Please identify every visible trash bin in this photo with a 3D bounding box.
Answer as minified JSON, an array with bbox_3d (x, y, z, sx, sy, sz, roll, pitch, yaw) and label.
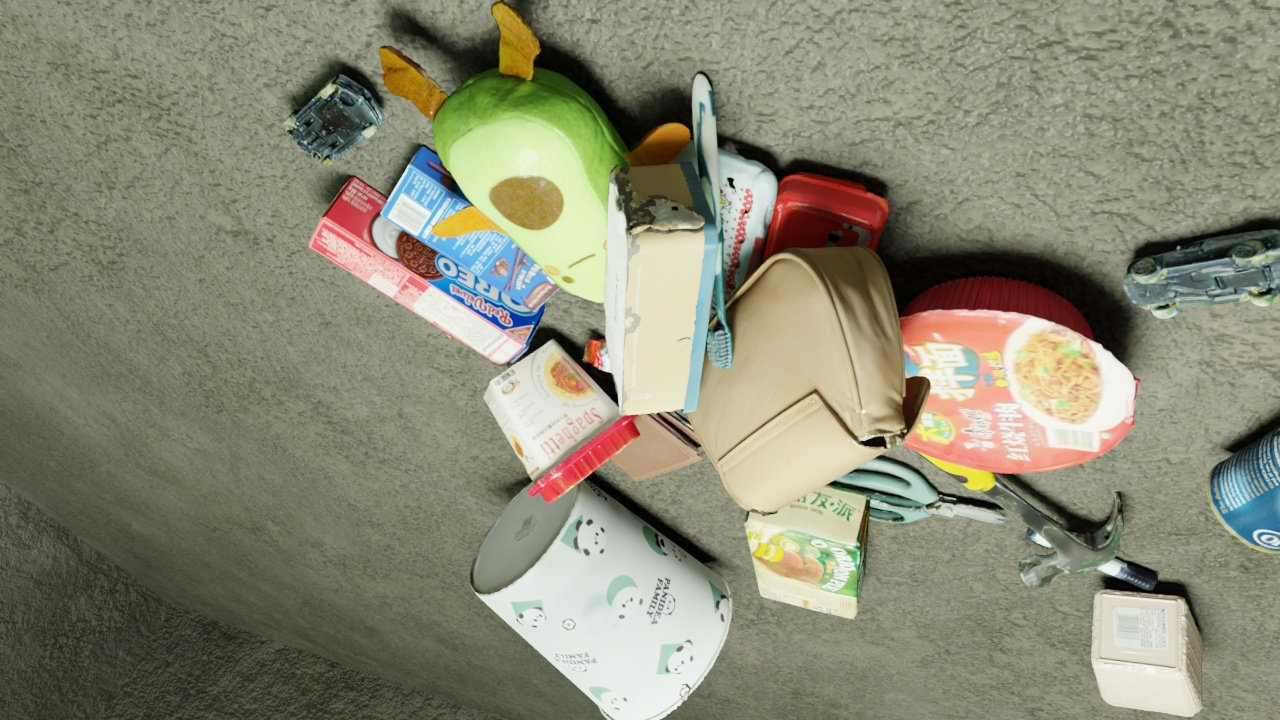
[{"bbox_3d":[-0.054,0.279,1.120,0.252,0.228,0.230,44,142,-22],"label":"trash bin"}]

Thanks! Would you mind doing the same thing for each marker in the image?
[{"bbox_3d":[0.426,0.184,0.865,0.130,0.018,0.023,24,139,-4],"label":"marker"}]

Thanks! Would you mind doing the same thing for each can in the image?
[{"bbox_3d":[0.463,0.078,0.632,0.075,0.075,0.111,21,147,3],"label":"can"}]

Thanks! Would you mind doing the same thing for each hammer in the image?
[{"bbox_3d":[0.283,0.092,0.791,0.323,0.031,0.126,35,135,-13],"label":"hammer"}]

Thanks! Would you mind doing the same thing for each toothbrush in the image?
[{"bbox_3d":[0.045,-0.087,0.594,0.016,0.018,0.192,4,105,43],"label":"toothbrush"}]

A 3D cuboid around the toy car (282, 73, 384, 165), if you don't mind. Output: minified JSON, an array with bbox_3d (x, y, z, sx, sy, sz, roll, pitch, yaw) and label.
[{"bbox_3d":[-0.235,-0.187,0.709,0.106,0.031,0.049,-13,134,45],"label":"toy car"}]

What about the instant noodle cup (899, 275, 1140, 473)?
[{"bbox_3d":[0.252,0.005,0.663,0.194,0.065,0.194,17,148,11],"label":"instant noodle cup"}]

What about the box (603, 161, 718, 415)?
[{"bbox_3d":[0.009,-0.039,0.619,0.059,0.089,0.185,-7,139,-7],"label":"box"}]

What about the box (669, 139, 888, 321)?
[{"bbox_3d":[0.086,-0.069,0.681,0.158,0.037,0.201,17,149,9],"label":"box"}]

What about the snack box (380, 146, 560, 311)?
[{"bbox_3d":[-0.134,-0.106,0.771,0.157,0.026,0.085,33,147,-16],"label":"snack box"}]

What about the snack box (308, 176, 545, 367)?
[{"bbox_3d":[-0.187,-0.075,0.822,0.207,0.057,0.058,34,144,-17],"label":"snack box"}]

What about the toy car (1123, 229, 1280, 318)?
[{"bbox_3d":[0.341,-0.053,0.551,0.091,0.034,0.043,-12,137,45],"label":"toy car"}]

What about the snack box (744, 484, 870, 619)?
[{"bbox_3d":[0.181,0.204,0.981,0.114,0.063,0.240,11,151,19],"label":"snack box"}]

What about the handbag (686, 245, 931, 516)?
[{"bbox_3d":[0.110,0.015,0.630,0.099,0.147,0.205,-7,160,-24],"label":"handbag"}]

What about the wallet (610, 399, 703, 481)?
[{"bbox_3d":[-0.003,0.079,0.963,0.101,0.032,0.125,39,144,-19],"label":"wallet"}]

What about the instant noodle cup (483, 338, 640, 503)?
[{"bbox_3d":[-0.081,0.056,0.879,0.124,0.116,0.117,53,159,4],"label":"instant noodle cup"}]

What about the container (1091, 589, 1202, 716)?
[{"bbox_3d":[0.488,0.279,0.887,0.090,0.090,0.111,-2,147,34],"label":"container"}]

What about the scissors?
[{"bbox_3d":[0.263,0.127,0.879,0.180,0.019,0.139,6,144,27],"label":"scissors"}]

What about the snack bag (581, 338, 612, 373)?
[{"bbox_3d":[-0.005,0.005,0.856,0.105,0.026,0.045,18,147,5],"label":"snack bag"}]

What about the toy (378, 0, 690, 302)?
[{"bbox_3d":[-0.066,-0.128,0.637,0.228,0.089,0.247,-11,137,35],"label":"toy"}]
